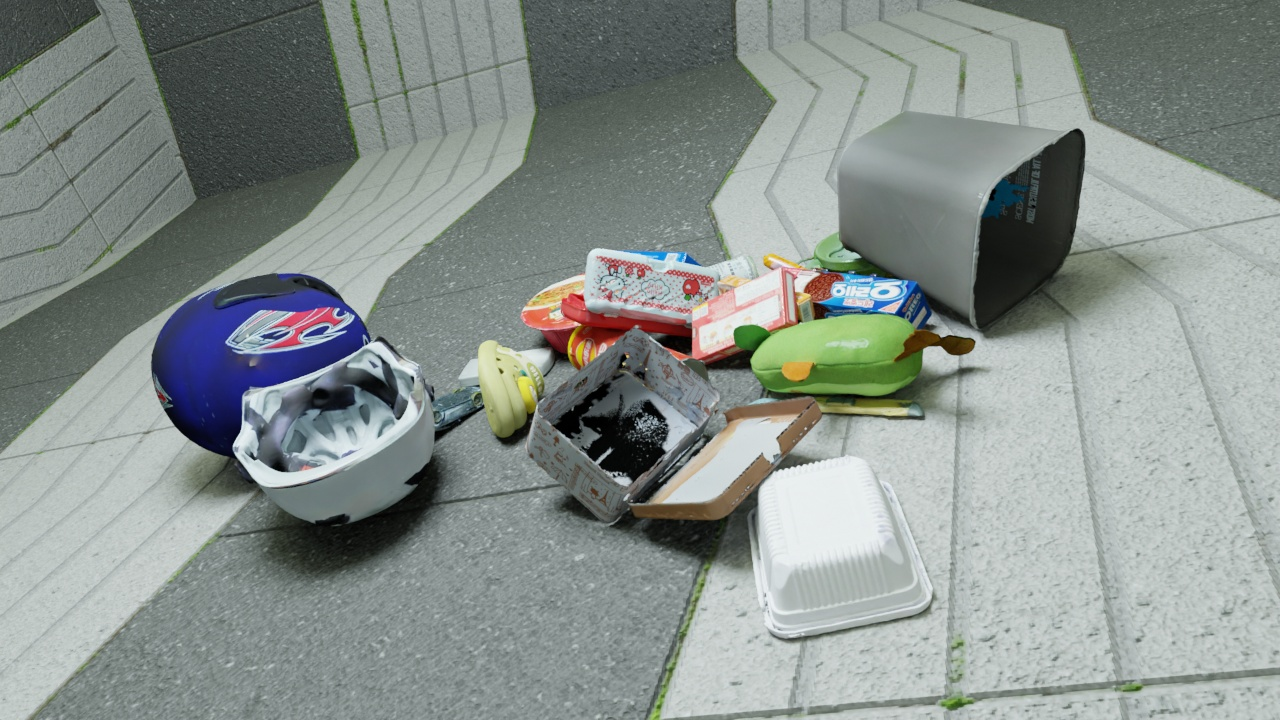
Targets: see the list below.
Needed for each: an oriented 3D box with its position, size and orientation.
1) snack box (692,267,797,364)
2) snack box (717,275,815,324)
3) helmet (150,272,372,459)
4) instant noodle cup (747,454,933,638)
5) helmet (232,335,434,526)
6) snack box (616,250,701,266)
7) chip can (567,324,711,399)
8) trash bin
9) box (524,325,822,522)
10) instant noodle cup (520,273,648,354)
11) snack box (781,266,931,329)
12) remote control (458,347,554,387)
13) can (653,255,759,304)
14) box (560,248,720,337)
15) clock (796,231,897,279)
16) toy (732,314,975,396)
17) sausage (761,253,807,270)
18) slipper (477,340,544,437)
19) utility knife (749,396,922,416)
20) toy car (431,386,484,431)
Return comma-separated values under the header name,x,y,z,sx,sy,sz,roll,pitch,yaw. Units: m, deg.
name,x,y,z,sx,sy,sz,roll,pitch,yaw
snack box,0.124,-0.052,1.119,0.153,0.025,0.075,-24,58,44
snack box,0.160,-0.058,1.155,0.026,0.075,0.154,-29,28,-26
helmet,-0.487,0.004,1.260,0.241,0.248,0.314,13,26,31
instant noodle cup,0.159,0.146,0.783,0.138,0.060,0.173,-14,25,8
helmet,-0.341,0.104,1.075,0.228,0.146,0.259,-28,38,-17
snack box,0.027,-0.135,1.379,0.157,0.084,0.026,7,73,40
chip can,-0.007,0.007,1.140,0.073,0.073,0.217,-31,30,-25
trash bin,0.368,-0.184,1.087,0.198,0.199,0.220,-32,42,-24
box,0.028,0.079,0.927,0.273,0.131,0.178,19,43,35
instant noodle cup,-0.071,-0.066,1.324,0.194,0.066,0.193,-13,27,7
snack box,0.250,-0.071,1.134,0.208,0.057,0.058,14,57,47
remote control,-0.189,0.010,1.301,0.135,0.019,0.056,-9,28,17
can,0.093,-0.101,1.298,0.147,0.058,0.058,-17,26,-1
box,0.006,-0.089,1.188,0.201,0.101,0.095,6,12,-31
clock,0.284,-0.135,1.249,0.161,0.056,0.115,-2,30,29
toy,0.225,-0.005,0.995,0.247,0.090,0.226,-4,2,40
sausage,0.229,-0.105,1.208,0.165,0.021,0.021,29,48,26
slipper,-0.167,0.025,1.186,0.081,0.092,0.190,-16,25,-7
utility knife,0.209,0.050,0.993,0.196,0.020,0.030,-4,23,34
toy car,-0.258,0.066,1.220,0.054,0.037,0.120,8,26,43
